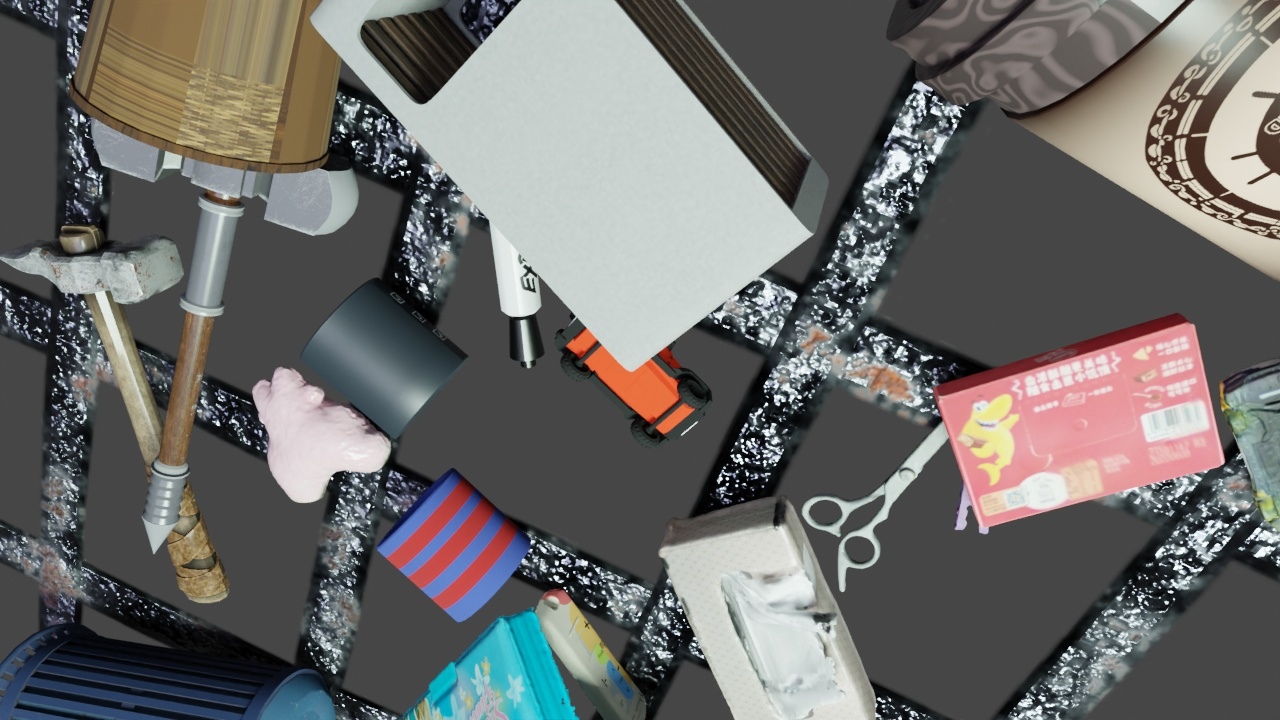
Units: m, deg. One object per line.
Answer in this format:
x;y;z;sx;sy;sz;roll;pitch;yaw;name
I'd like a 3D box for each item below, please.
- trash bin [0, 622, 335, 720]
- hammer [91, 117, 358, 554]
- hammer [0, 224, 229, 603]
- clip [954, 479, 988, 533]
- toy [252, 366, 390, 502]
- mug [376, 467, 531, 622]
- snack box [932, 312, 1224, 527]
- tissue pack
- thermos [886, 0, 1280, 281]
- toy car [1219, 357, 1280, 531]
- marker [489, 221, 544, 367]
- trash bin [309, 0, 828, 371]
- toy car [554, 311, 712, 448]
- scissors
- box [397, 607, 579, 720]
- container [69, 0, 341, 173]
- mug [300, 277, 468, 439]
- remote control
-0.392;0.306;0.762;0.250;0.139;0.139;4;115;12;trash bin
-0.295;-0.003;0.603;0.156;0.043;0.323;18;112;-9;hammer
-0.370;0.052;0.690;0.122;0.048;0.319;4;117;17;hammer
0.208;0.084;0.557;0.037;0.013;0.053;20;121;7;clip
-0.232;0.049;0.642;0.099;0.052;0.096;-26;103;26;toy
-0.138;0.133;0.651;0.076;0.074;0.112;44;144;-7;mug
0.242;0.036;0.510;0.133;0.021;0.089;-19;108;15;snack box
0.090;0.183;0.609;0.104;0.071;0.181;-16;106;23;tissue pack
0.241;-0.133;0.365;0.226;0.172;0.173;33;119;-8;thermos
0.343;0.044;0.488;0.048;0.033;0.105;-23;110;22;toy car
-0.076;-0.055;0.565;0.025;0.025;0.126;3;115;15;marker
-0.025;-0.130;0.464;0.115;0.114;0.229;-37;100;27;trash bin
-0.003;0.003;0.557;0.100;0.048;0.051;44;117;-7;toy car
0.164;0.083;0.568;0.172;0.014;0.090;-34;100;30;scissors
-0.094;0.295;0.679;0.172;0.083;0.228;42;130;1;box
-0.211;-0.204;0.481;0.132;0.132;0.167;26;113;3;container
-0.170;0.005;0.601;0.077;0.071;0.105;42;145;-6;mug
-0.037;0.224;0.676;0.018;0.038;0.125;-27;105;24;remote control
